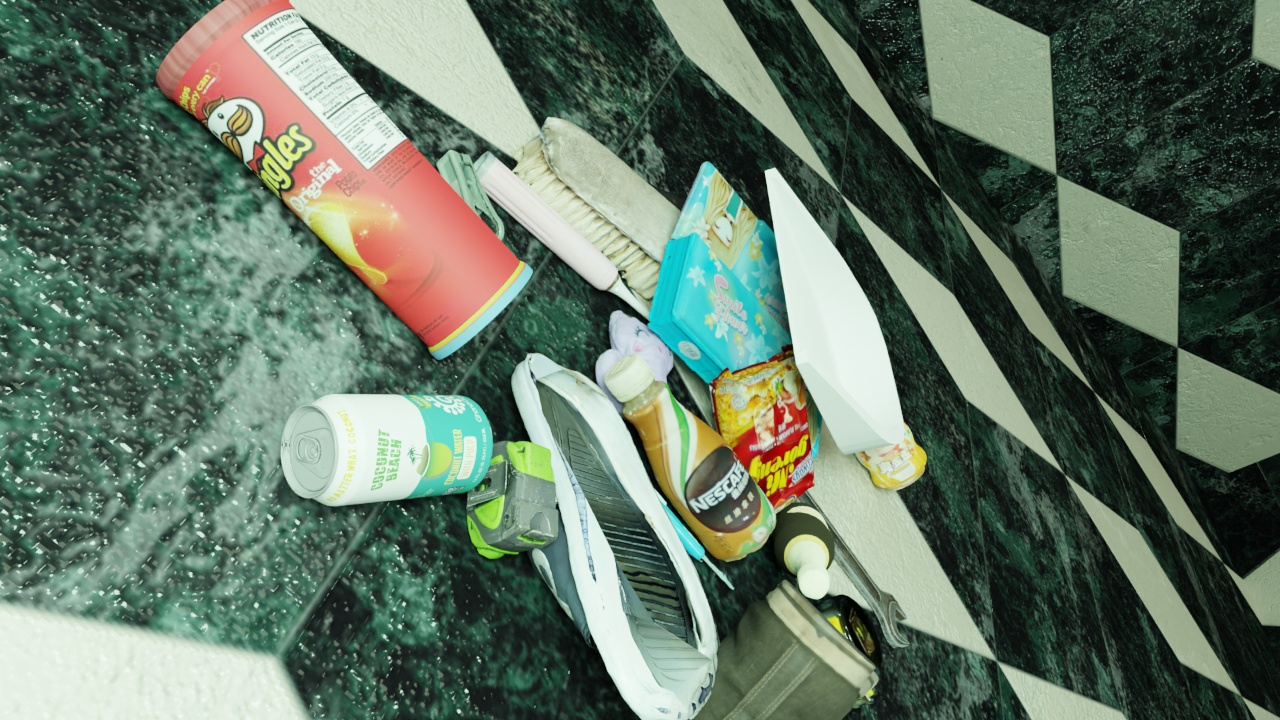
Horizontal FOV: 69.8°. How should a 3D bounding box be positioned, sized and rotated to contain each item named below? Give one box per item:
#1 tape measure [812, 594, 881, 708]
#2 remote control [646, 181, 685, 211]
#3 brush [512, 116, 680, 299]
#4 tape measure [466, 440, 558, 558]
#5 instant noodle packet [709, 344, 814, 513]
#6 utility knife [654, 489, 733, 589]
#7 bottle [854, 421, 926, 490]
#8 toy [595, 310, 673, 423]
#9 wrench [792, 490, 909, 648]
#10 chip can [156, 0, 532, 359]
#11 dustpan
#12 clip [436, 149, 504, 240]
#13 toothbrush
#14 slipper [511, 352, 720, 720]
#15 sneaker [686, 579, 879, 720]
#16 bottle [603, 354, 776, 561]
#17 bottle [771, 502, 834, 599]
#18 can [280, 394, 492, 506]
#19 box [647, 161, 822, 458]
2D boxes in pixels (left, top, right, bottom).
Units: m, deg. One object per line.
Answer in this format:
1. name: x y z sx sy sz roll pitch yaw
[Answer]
1. tape measure: 0.163 0.225 0.732 0.072 0.042 0.071 54 30 -6
2. remote control: 0.020 -0.154 0.903 0.150 0.022 0.047 15 50 -48
3. brush: 0.004 -0.107 0.801 0.271 0.057 0.083 36 41 -32
4. tape measure: -0.076 0.077 0.517 0.035 0.059 0.065 22 48 -37
5. instant noodle packet: 0.101 0.059 0.739 0.098 0.040 0.135 -21 109 -44
6. utility knife: 0.023 0.118 0.663 0.141 0.015 0.022 49 6 -16
7. bottle: 0.253 0.082 0.974 0.109 0.063 0.063 55 31 -1
8. toy: -0.004 0.004 0.708 0.080 0.037 0.099 34 39 -34
9. wrench: 0.166 0.151 0.838 0.273 0.010 0.069 53 31 -6
10. chip can: -0.165 -0.104 0.534 0.213 0.087 0.086 48 32 -16
11. dustpan: 0.182 -0.023 0.816 0.258 0.053 0.191 52 29 -53
12. clip: -0.125 -0.117 0.665 0.037 0.023 0.075 4 56 -52
13. toothbrush: -0.048 -0.084 0.740 0.222 0.027 0.026 41 9 -26
14. slipper: -0.029 0.105 0.558 0.111 0.063 0.263 28 29 -44
15. sneaker: 0.086 0.217 0.596 0.095 0.120 0.235 43 -4 16
16. bottle: 0.033 0.068 0.664 0.167 0.059 0.059 54 30 -16
17. bottle: 0.122 0.142 0.679 0.045 0.045 0.184 58 6 3
18. can: -0.128 0.045 0.476 0.101 0.055 0.055 4 59 -53
19. box: 0.099 -0.041 0.809 0.227 0.039 0.181 42 50 -36
